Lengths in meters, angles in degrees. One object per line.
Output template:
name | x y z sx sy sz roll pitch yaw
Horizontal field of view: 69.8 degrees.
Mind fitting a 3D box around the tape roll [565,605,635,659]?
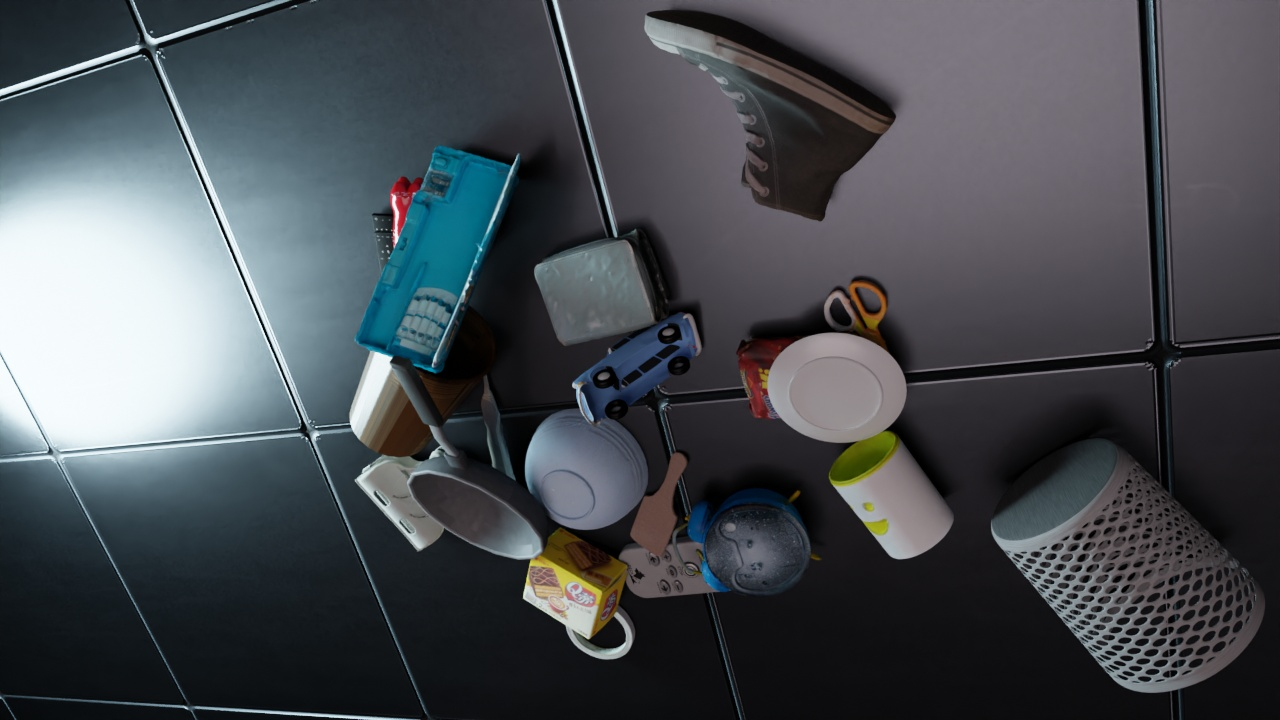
tape roll | -0.053 0.349 1.196 0.093 0.013 0.093 8 116 16

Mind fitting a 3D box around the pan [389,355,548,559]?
pan | -0.199 0.111 1.008 0.179 0.041 0.358 13 144 22

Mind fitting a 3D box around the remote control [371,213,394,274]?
remote control | -0.288 -0.102 1.066 0.030 0.009 0.140 6 116 17

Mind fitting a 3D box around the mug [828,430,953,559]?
mug | 0.258 0.137 0.941 0.083 0.082 0.106 -34 101 30

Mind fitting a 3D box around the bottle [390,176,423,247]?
bottle | -0.253 -0.132 1.020 0.042 0.041 0.142 11 118 15

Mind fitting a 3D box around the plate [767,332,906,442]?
plate | 0.192 0.032 0.906 0.135 0.011 0.135 8 127 11

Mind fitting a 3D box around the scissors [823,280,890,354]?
scissors | 0.229 -0.019 0.916 0.065 0.013 0.128 -20 108 31

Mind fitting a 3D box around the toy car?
toy car | -0.006 0.006 0.949 0.055 0.153 0.056 34 151 47

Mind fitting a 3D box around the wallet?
wallet | -0.041 -0.075 0.966 0.132 0.054 0.100 -12 101 26

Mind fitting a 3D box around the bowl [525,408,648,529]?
bowl | -0.073 0.138 1.066 0.151 0.074 0.151 8 116 17

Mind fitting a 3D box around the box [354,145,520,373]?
box | -0.183 -0.102 0.921 0.172 0.084 0.227 11 77 43

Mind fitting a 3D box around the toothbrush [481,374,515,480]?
toothbrush | -0.178 0.067 1.103 0.024 0.022 0.186 -13 112 -14

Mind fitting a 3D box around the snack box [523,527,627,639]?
snack box | -0.081 0.274 1.132 0.106 0.061 0.084 26 121 20

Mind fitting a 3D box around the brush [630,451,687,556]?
brush | 0.029 0.164 1.075 0.050 0.015 0.136 32 116 26

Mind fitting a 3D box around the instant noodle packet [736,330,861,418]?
instant noodle packet | 0.169 0.017 0.936 0.136 0.039 0.099 -3 127 20

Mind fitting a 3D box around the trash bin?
trash bin | 0.444 0.184 0.856 0.183 0.156 0.157 47 121 -3

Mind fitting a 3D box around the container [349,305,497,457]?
container | -0.259 0.023 1.052 0.132 0.131 0.168 38 128 -1

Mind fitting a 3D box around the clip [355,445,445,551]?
clip | -0.287 0.171 1.159 0.152 0.104 0.126 -29 105 39

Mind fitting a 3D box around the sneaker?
sneaker | 0.095 -0.225 0.825 0.235 0.095 0.120 27 121 -2

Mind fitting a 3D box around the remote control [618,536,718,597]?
remote control | 0.047 0.250 1.108 0.151 0.019 0.074 -12 110 24

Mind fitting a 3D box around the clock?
clock | 0.113 0.203 1.026 0.162 0.060 0.117 -13 107 16
